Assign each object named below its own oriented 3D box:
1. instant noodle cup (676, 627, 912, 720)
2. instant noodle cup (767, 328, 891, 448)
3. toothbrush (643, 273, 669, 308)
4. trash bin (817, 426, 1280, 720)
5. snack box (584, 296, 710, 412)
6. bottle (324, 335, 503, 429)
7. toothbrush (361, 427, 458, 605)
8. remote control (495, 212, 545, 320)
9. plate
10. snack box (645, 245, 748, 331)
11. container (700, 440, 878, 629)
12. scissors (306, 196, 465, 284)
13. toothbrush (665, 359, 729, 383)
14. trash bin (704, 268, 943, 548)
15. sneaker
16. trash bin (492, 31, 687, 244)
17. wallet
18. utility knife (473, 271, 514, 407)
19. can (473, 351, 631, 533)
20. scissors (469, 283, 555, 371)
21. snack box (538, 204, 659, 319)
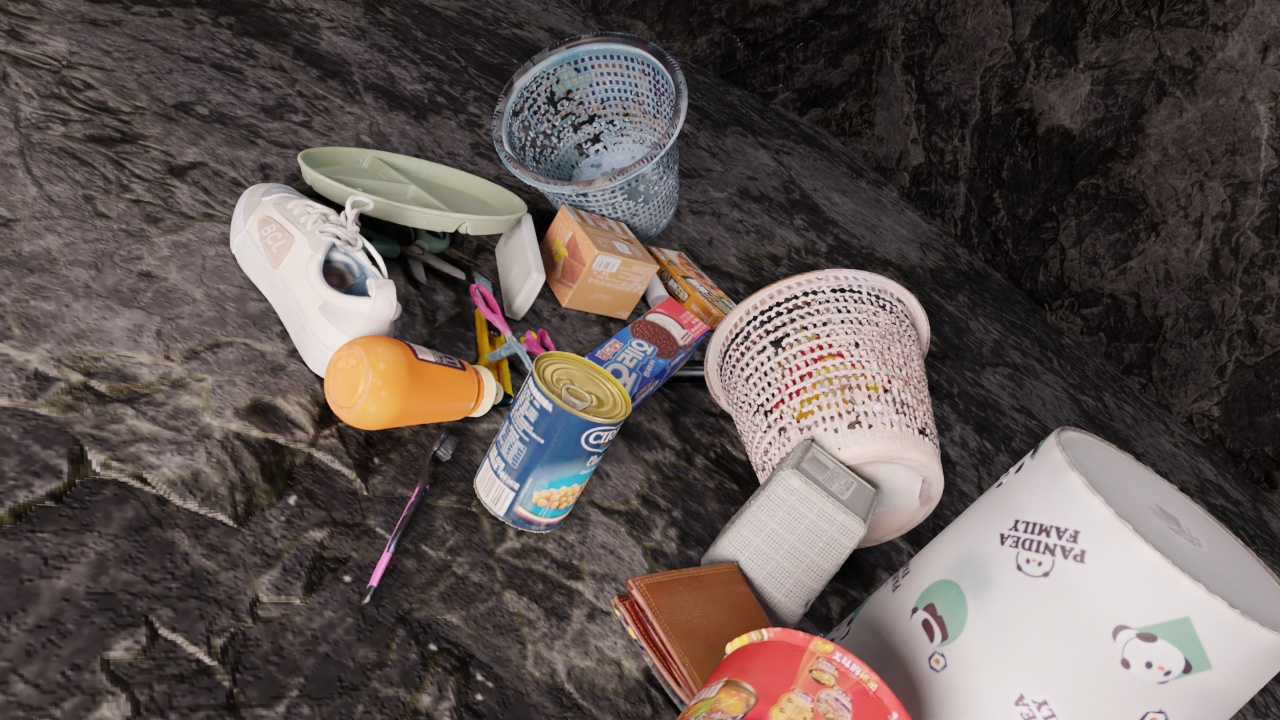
[{"bbox_3d":[0.067,0.227,0.479,0.138,0.138,0.108,42,34,20],"label":"instant noodle cup"},{"bbox_3d":[0.209,0.025,1.062,0.116,0.116,0.123,26,14,-13],"label":"instant noodle cup"},{"bbox_3d":[-0.005,-0.131,1.186,0.026,0.026,0.220,-15,40,-8],"label":"toothbrush"},{"bbox_3d":[0.277,0.198,0.629,0.229,0.252,0.229,27,25,-14],"label":"trash bin"},{"bbox_3d":[-0.005,0.005,0.859,0.058,0.057,0.206,40,34,7],"label":"snack box"},{"bbox_3d":[-0.158,0.020,0.682,0.067,0.067,0.149,47,21,29],"label":"bottle"},{"bbox_3d":[-0.148,0.097,0.602,0.018,0.014,0.188,39,23,-15],"label":"toothbrush"},{"bbox_3d":[-0.124,-0.101,0.947,0.021,0.058,0.150,23,26,-26],"label":"remote control"},{"bbox_3d":[-0.229,-0.172,0.933,0.230,0.027,0.230,15,20,-6],"label":"plate"},{"bbox_3d":[0.070,-0.094,1.208,0.075,0.026,0.153,3,38,-47],"label":"snack box"},{"bbox_3d":[0.123,0.135,0.730,0.090,0.114,0.090,37,25,9],"label":"container"},{"bbox_3d":[-0.251,-0.131,0.903,0.174,0.019,0.169,21,25,-21],"label":"scissors"},{"bbox_3d":[0.021,0.013,0.951,0.212,0.026,0.027,-1,76,-48],"label":"toothbrush"},{"bbox_3d":[0.184,0.059,0.861,0.227,0.228,0.191,21,39,-24],"label":"trash bin"},{"bbox_3d":[-0.257,-0.091,0.730,0.089,0.091,0.242,7,34,-46],"label":"sneaker"},{"bbox_3d":[-0.040,-0.244,1.113,0.226,0.226,0.195,46,-9,27],"label":"trash bin"},{"bbox_3d":[0.051,0.193,0.641,0.124,0.032,0.101,5,39,-45],"label":"wallet"},{"bbox_3d":[-0.140,-0.027,0.842,0.033,0.015,0.230,23,25,-27],"label":"utility knife"},{"bbox_3d":[-0.064,0.059,0.654,0.075,0.111,0.075,25,26,-13],"label":"can"},{"bbox_3d":[-0.114,-0.019,0.828,0.136,0.017,0.133,54,19,0],"label":"scissors"},{"bbox_3d":[-0.051,-0.109,1.027,0.092,0.077,0.094,9,34,-41],"label":"snack box"}]
